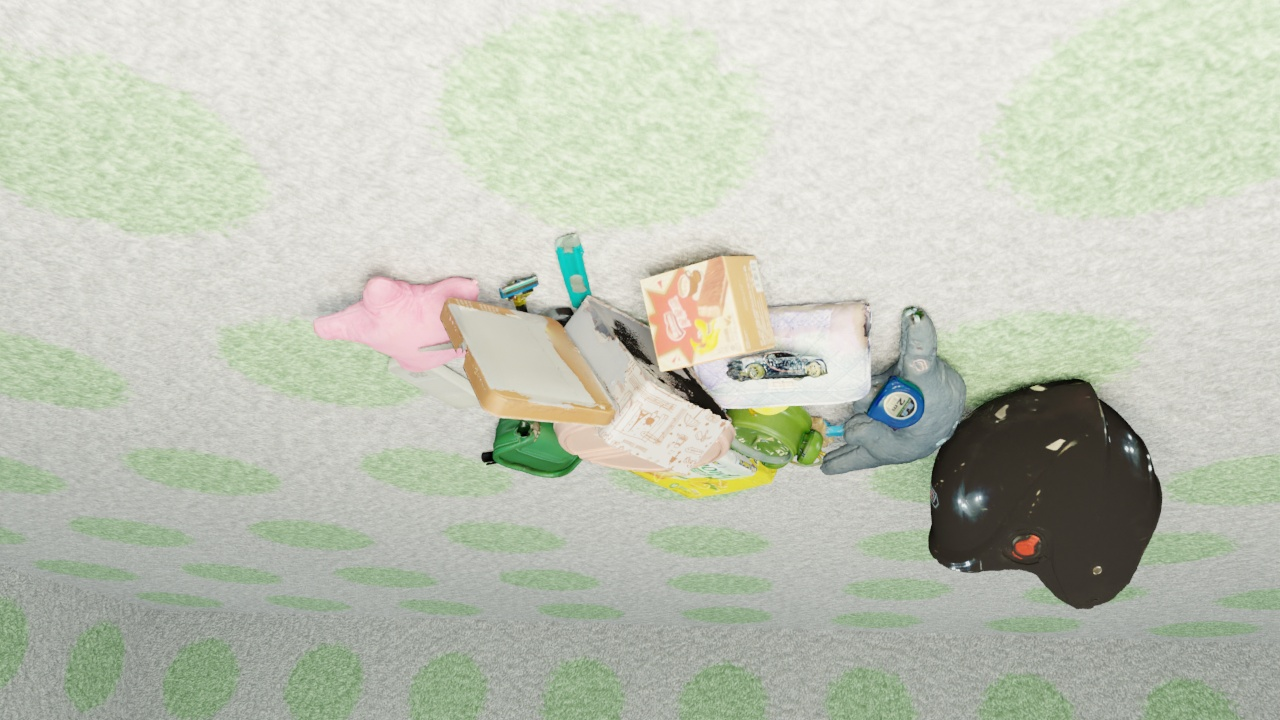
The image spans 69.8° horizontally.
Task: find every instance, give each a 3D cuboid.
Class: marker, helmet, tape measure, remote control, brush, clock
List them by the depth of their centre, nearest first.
[{"bbox_3d":[0.284,0.048,1.011,0.054,0.025,0.058,27,123,0],"label":"tape measure"},{"bbox_3d":[0.472,0.149,1.109,0.275,0.233,0.230,-18,106,12],"label":"helmet"},{"bbox_3d":[-0.261,0.027,1.196,0.058,0.021,0.150,-9,153,25],"label":"remote control"},{"bbox_3d":[0.173,0.096,1.201,0.161,0.056,0.116,34,155,-21],"label":"clock"},{"bbox_3d":[0.284,0.080,1.234,0.255,0.045,0.083,-22,141,36],"label":"brush"},{"bbox_3d":[-0.193,0.149,1.450,0.132,0.022,0.020,-9,-171,25],"label":"marker"}]

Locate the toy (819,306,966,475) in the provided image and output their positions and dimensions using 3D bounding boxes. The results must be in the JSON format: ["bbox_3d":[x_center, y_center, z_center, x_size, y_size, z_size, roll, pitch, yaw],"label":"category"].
[{"bbox_3d":[0.315,0.057,1.102,0.138,0.091,0.357,8,146,2],"label":"toy"}]

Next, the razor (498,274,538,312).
[{"bbox_3d":[-0.129,-0.056,1.003,0.042,0.022,0.143,-21,158,-10],"label":"razor"}]

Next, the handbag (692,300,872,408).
[{"bbox_3d":[0.157,-0.005,1.005,0.194,0.075,0.134,-5,140,14],"label":"handbag"}]

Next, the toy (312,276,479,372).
[{"bbox_3d":[-0.231,-0.040,0.994,0.179,0.074,0.194,-26,147,29],"label":"toy"}]

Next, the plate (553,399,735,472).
[{"bbox_3d":[0.004,0.100,1.154,0.229,0.028,0.230,3,157,1],"label":"plate"}]

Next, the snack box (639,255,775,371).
[{"bbox_3d":[0.065,-0.045,0.890,0.095,0.093,0.076,-13,179,30],"label":"snack box"}]

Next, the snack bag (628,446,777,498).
[{"bbox_3d":[0.068,0.131,1.326,0.158,0.068,0.246,-18,146,38],"label":"snack bag"}]

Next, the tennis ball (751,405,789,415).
[{"bbox_3d":[0.155,0.033,1.108,0.065,0.065,0.065,3,155,1],"label":"tennis ball"}]

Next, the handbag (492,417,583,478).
[{"bbox_3d":[-0.140,0.119,1.321,0.131,0.067,0.120,21,153,-31],"label":"handbag"}]

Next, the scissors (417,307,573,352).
[{"bbox_3d":[-0.157,-0.023,1.000,0.176,0.014,0.160,-11,150,-26],"label":"scissors"}]

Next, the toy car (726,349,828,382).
[{"bbox_3d":[0.138,0.005,0.924,0.105,0.031,0.049,0,177,-16],"label":"toy car"}]

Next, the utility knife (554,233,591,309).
[{"bbox_3d":[-0.064,-0.078,0.957,0.029,0.013,0.193,1,156,5],"label":"utility knife"}]

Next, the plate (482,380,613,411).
[{"bbox_3d":[-0.093,0.052,1.170,0.230,0.027,0.230,10,165,3],"label":"plate"}]

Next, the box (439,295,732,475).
[{"bbox_3d":[-0.054,0.007,0.906,0.262,0.178,0.088,24,109,-38],"label":"box"}]
